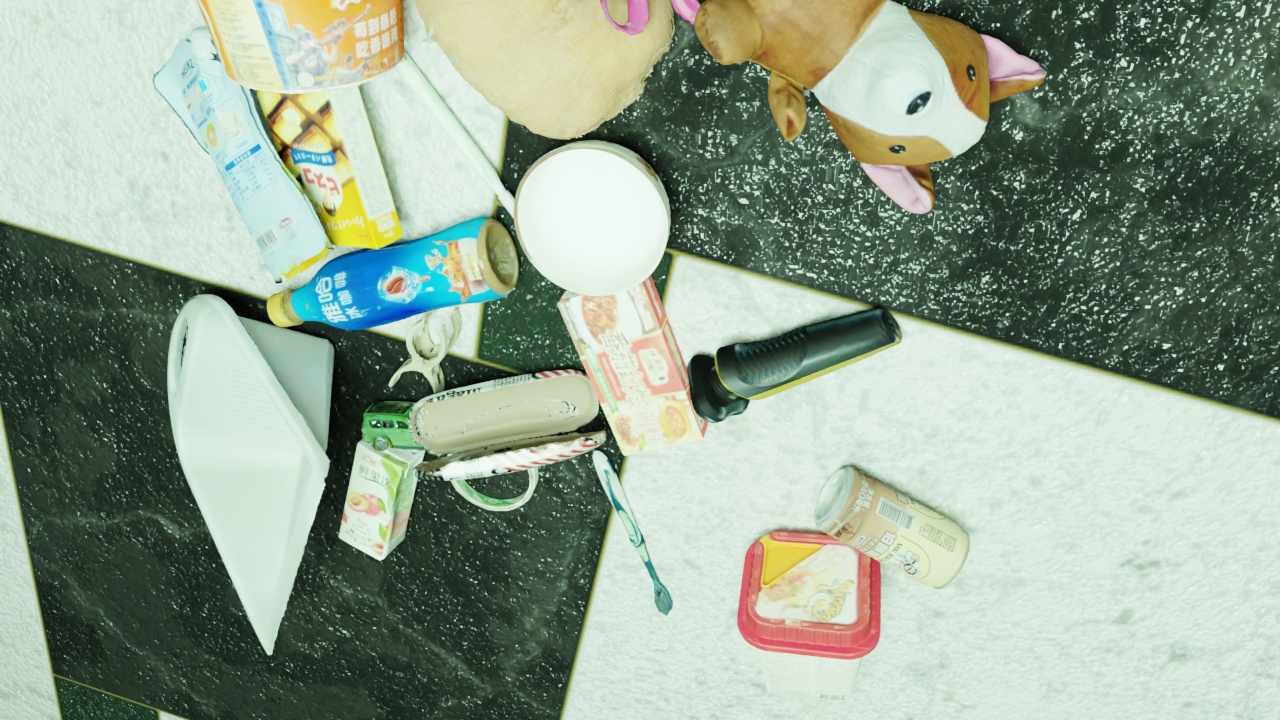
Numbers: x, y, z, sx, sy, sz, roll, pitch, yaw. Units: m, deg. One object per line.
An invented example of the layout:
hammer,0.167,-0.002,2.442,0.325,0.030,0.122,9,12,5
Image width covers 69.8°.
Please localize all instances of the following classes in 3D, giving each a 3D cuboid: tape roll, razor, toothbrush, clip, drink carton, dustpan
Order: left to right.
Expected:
dustpan,-0.352,0.073,0.784,0.142,0.257,0.223,13,124,-22
drink carton,-0.244,0.125,0.869,0.053,0.045,0.123,27,121,10
clip,-0.184,-0.006,0.791,0.072,0.034,0.100,25,130,-1
toothbrush,-0.127,-0.155,0.700,0.029,0.020,0.189,-38,106,-3
tape roll,-0.137,0.102,0.848,0.086,0.013,0.086,6,120,10
toothbrush,-0.007,0.163,0.848,0.016,0.018,0.192,-13,115,20
razor,0.118,0.001,0.712,0.168,0.062,0.067,-20,143,17

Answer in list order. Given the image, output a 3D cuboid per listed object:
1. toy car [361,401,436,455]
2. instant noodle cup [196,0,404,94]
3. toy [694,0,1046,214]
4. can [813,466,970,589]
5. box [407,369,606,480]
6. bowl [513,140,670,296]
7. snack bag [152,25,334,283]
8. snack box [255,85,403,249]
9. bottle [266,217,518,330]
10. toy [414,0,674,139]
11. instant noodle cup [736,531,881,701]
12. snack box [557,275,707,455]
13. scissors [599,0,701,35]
toy car,-0.205,0.059,0.824,0.091,0.043,0.036,6,120,10
instant noodle cup,-0.223,-0.250,0.602,0.151,0.151,0.112,8,128,9
toy,0.141,-0.188,0.562,0.199,0.130,0.140,36,115,-19
can,0.206,0.138,0.757,0.116,0.058,0.059,28,121,-3
box,-0.114,0.050,0.773,0.163,0.076,0.088,-13,87,-1
bowl,-0.030,-0.111,0.674,0.113,0.062,0.114,6,121,11
snack bag,-0.308,-0.157,0.711,0.111,0.038,0.191,-16,104,54
snack box,-0.238,-0.156,0.702,0.087,0.033,0.140,10,126,35
bottle,-0.207,-0.063,0.744,0.219,0.065,0.065,-10,116,20
toy,-0.085,-0.252,0.599,0.143,0.082,0.226,-41,103,-1
instant noodle cup,0.147,0.228,0.798,0.117,0.116,0.124,2,130,13
snack box,-0.004,0.004,0.754,0.075,0.025,0.153,-13,115,20
scissors,-0.009,-0.262,0.574,0.134,0.113,0.017,50,154,-18
